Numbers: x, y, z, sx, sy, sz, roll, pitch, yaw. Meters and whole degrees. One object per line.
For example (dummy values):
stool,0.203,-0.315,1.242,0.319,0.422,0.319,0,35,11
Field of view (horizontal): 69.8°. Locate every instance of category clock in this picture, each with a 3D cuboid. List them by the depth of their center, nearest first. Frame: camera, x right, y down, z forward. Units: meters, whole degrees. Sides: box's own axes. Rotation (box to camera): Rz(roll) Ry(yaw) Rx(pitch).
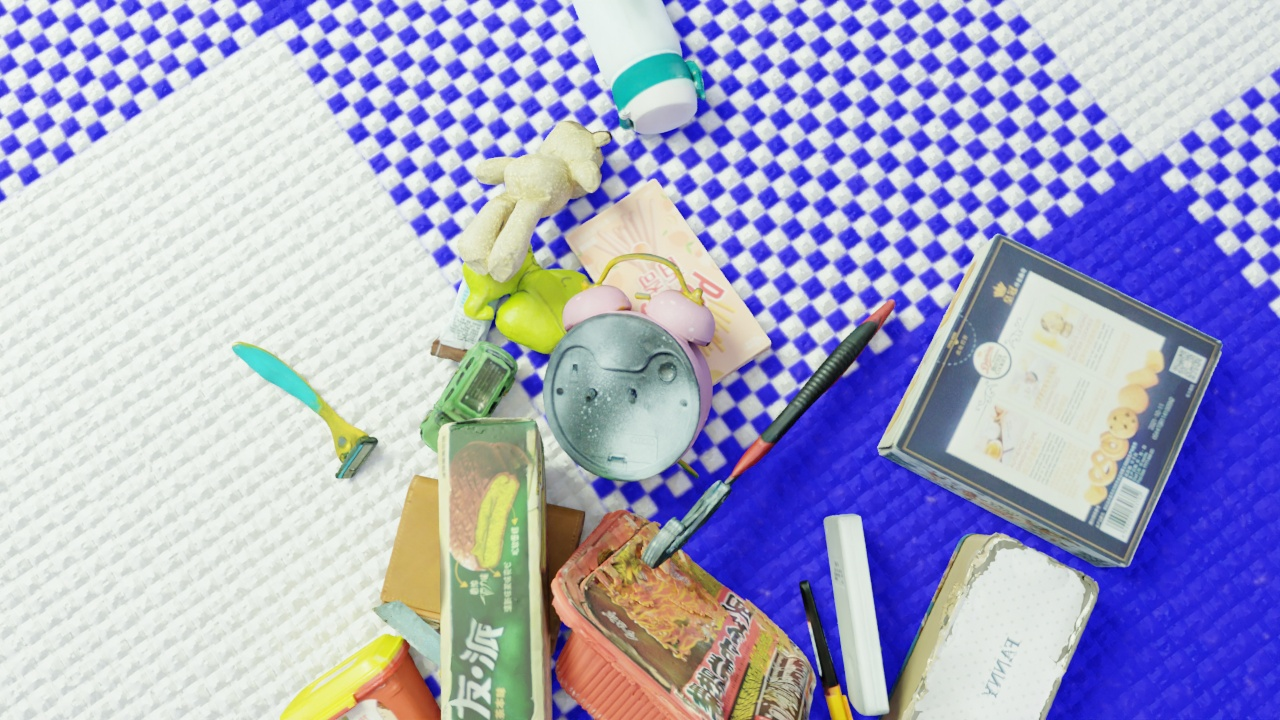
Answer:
clock,-0.004,0.004,0.647,0.117,0.059,0.158,5,99,22

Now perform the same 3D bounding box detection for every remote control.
remote control,0.151,0.176,0.641,0.019,0.056,0.135,-6,80,-1

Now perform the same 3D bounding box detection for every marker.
marker,0.133,0.218,0.654,0.015,0.018,0.123,-14,80,-1

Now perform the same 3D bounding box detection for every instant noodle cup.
instant noodle cup,0.020,0.193,0.601,0.189,0.164,0.079,40,107,7

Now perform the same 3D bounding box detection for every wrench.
wrench,0.096,0.047,0.644,0.016,0.056,0.272,41,67,15

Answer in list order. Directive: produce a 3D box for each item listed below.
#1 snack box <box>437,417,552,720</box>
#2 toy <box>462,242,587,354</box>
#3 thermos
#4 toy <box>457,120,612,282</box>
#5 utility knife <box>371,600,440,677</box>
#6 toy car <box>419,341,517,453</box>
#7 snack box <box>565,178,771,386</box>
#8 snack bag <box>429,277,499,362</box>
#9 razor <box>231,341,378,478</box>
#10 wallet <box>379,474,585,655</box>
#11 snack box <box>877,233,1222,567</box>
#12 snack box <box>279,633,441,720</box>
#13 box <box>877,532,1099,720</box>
snack box,-0.089,0.163,0.585,0.063,0.114,0.240,-3,78,-4
toy,-0.082,-0.045,0.684,0.096,0.031,0.100,-34,98,-20
thermos,-0.018,-0.284,0.714,0.073,0.073,0.224,-21,81,-3
toy,-0.075,-0.118,0.668,0.105,0.066,0.156,4,47,31
utility knife,-0.102,0.240,0.638,0.217,0.015,0.033,42,89,-3
toy car,-0.126,0.031,0.672,0.043,0.036,0.091,31,96,-14
snack box,0.020,-0.052,0.695,0.084,0.026,0.157,-34,81,-4
snack bag,-0.124,-0.047,0.696,0.048,0.026,0.104,15,82,-12
razor,-0.253,0.030,0.686,0.132,0.028,0.043,41,115,4
wallet,-0.114,0.148,0.663,0.132,0.031,0.107,11,79,4
snack box,0.296,0.028,0.668,0.182,0.046,0.177,28,82,5
snack box,-0.187,0.246,0.626,0.091,0.082,0.080,-34,92,-3
box,0.235,0.214,0.633,0.090,0.060,0.184,29,84,6
